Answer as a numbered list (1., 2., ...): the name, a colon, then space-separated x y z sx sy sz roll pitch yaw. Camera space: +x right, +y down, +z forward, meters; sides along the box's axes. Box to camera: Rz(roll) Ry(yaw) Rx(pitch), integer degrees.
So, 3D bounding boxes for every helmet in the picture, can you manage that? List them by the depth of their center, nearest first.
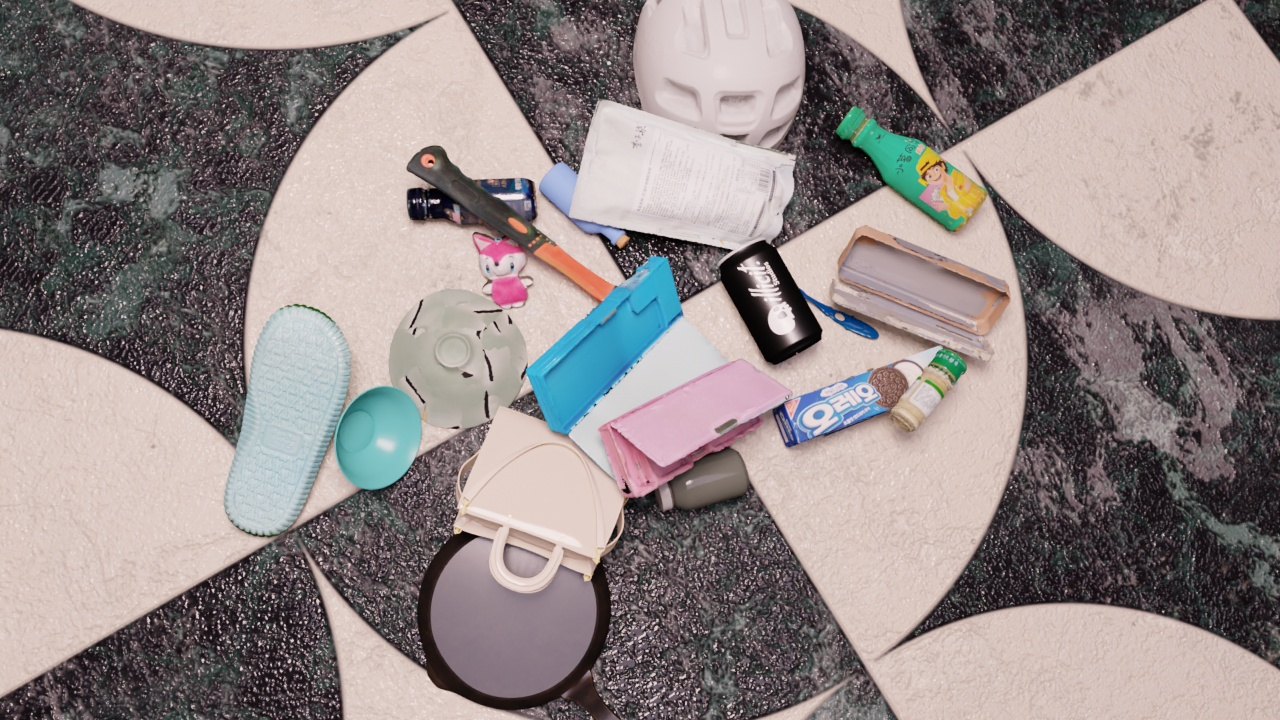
1. helmet: 0.107 -0.405 1.202 0.224 0.184 0.281 5 58 -9

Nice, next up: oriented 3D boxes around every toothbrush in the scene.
1. toothbrush: 0.250 -0.061 1.190 0.132 0.016 0.021 29 78 -2

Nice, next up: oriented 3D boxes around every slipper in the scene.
1. slipper: -0.411 0.071 1.076 0.116 0.069 0.276 17 93 -3

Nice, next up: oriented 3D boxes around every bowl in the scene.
1. bowl: -0.319 0.087 1.076 0.046 0.121 0.121 8 75 37
2. bowl: -0.224 -0.007 1.106 0.174 0.068 0.174 1 81 -5

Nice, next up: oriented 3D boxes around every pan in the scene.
1. pan: -0.104 0.338 1.061 0.248 0.043 0.356 -40 85 -11

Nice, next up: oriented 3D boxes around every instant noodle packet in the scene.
1. instant noodle packet: 0.056 -0.222 1.148 0.269 0.057 0.147 11 107 -15

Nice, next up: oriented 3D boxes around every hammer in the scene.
1. hammer: -0.134 -0.149 1.119 0.333 0.033 0.133 36 79 -14

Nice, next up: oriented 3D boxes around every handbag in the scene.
1. handbag: -0.116 0.171 1.034 0.194 0.101 0.197 20 47 -1

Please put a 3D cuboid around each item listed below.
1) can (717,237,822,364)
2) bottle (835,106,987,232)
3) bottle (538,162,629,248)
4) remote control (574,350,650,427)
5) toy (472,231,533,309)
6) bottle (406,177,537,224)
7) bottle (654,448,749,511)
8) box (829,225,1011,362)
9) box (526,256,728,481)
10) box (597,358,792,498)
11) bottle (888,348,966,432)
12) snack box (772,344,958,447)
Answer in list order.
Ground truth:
1. can: 0.161 -0.074 1.149 0.080 0.080 0.146 -27 83 -10
2. bottle: 0.353 -0.256 1.210 0.209 0.068 0.068 37 78 2
3. bottle: -0.067 -0.192 1.167 0.131 0.048 0.048 43 78 3
4. remote control: -0.046 0.024 1.141 0.140 0.021 0.045 -40 86 -12
5. toy: -0.170 -0.117 1.145 0.065 0.050 0.102 -12 86 -13
6. bottle: -0.210 -0.199 1.150 0.160 0.056 0.056 -3 79 -6
7. bottle: 0.073 0.146 1.108 0.108 0.060 0.060 -15 81 -8
8. box: 0.358 -0.090 1.166 0.216 0.094 0.108 22 102 -1
9. box: -0.016 0.009 1.090 0.242 0.064 0.174 -45 110 -35
10. box: 0.073 0.069 1.047 0.232 0.099 0.099 -22 97 -39
11. bottle: 0.346 0.037 1.107 0.042 0.043 0.110 41 79 3
12. snack box: 0.281 0.045 1.148 0.226 0.059 0.059 -19 82 -9
